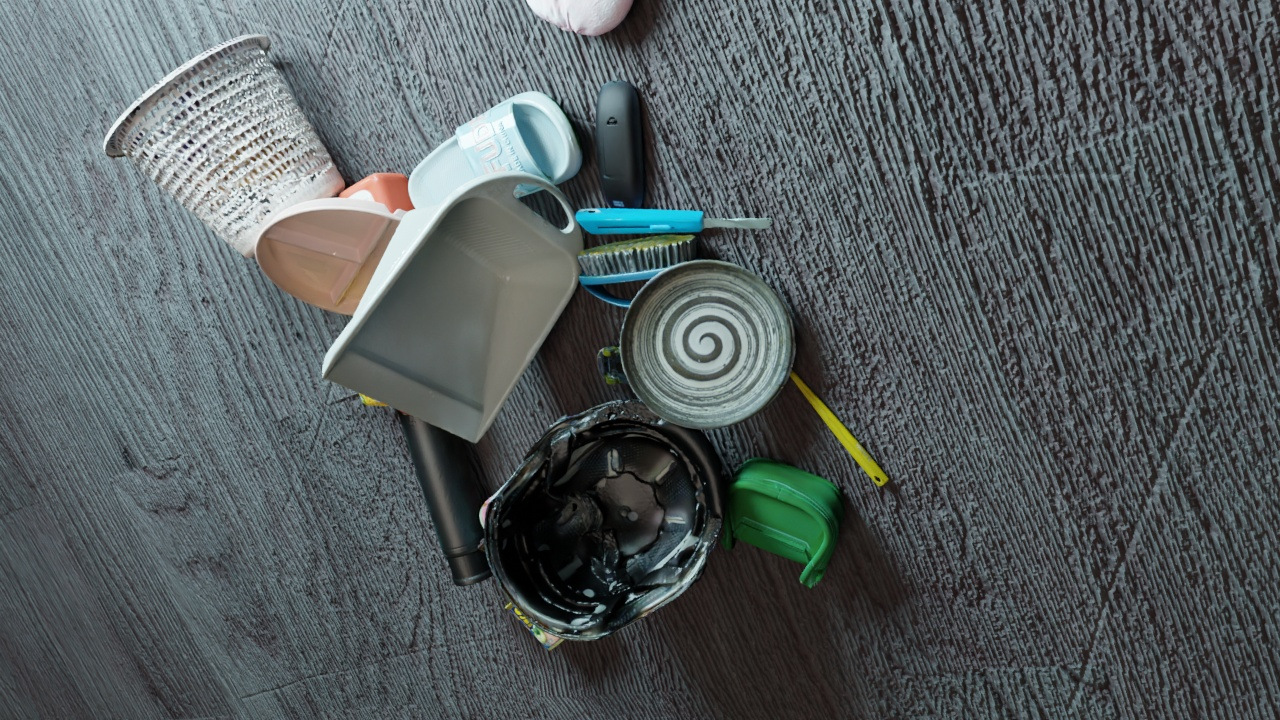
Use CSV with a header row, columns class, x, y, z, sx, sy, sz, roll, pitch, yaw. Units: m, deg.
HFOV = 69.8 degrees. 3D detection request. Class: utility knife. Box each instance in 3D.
class,x,y,z,sx,sy,sz,roll,pitch,yaw
utility knife,0.034,-0.144,0.954,0.217,0.018,0.034,4,150,25

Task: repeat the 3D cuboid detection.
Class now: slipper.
class,x,y,z,sx,sy,sz,roll,pitch,yaw
slipper,-0.173,-0.215,1.007,0.246,0.074,0.104,-17,100,33

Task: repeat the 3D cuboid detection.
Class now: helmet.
class,x,y,z,sx,sy,sz,roll,pitch,yaw
helmet,-0.031,0.177,1.030,0.274,0.157,0.230,-44,79,-3

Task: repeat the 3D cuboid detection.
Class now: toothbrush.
class,x,y,z,sx,sy,sz,roll,pitch,yaw
toothbrush,0.192,0.057,0.957,0.016,0.016,0.190,-41,88,31

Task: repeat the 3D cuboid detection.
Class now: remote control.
class,x,y,z,sx,sy,sz,roll,pitch,yaw
remote control,-0.023,-0.220,0.954,0.053,0.024,0.136,6,113,27

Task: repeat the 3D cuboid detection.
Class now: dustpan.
class,x,y,z,sx,sy,sz,roll,pitch,yaw
dustpan,-0.170,-0.065,0.971,0.143,0.222,0.257,-1,68,39

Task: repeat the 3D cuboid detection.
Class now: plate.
class,x,y,z,sx,sy,sz,roll,pitch,yaw
plate,-0.325,-0.117,1.069,0.230,0.229,0.028,-21,56,33
plate,0.069,-0.016,0.945,0.179,0.024,0.179,1,104,5

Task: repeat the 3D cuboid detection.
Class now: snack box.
class,x,y,z,sx,sy,sz,roll,pitch,yaw
snack box,-0.310,-0.175,1.094,0.091,0.081,0.080,-19,90,31

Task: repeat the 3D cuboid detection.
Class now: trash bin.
class,x,y,z,sx,sy,sz,roll,pitch,yaw
trash bin,-0.470,-0.239,1.088,0.228,0.226,0.192,-28,108,33

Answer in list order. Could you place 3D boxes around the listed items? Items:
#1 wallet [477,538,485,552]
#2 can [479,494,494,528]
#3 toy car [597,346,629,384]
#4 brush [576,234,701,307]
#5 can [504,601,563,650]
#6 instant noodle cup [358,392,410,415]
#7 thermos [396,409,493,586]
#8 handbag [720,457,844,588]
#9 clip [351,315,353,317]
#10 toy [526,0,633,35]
class,x,y,z,sx,sy,sz,roll,pitch,yaw
wallet,-0.133,0.219,1.152,0.096,0.020,0.123,26,131,-27
can,-0.140,0.170,1.154,0.148,0.057,0.058,-38,89,34
toy car,-0.006,0.006,1.030,0.090,0.035,0.042,6,111,26
brush,-0.001,-0.092,0.976,0.144,0.055,0.073,-3,107,28
can,-0.115,0.320,1.203,0.083,0.057,0.102,46,124,2
instant noodle cup,-0.297,0.005,1.146,0.124,0.115,0.116,-10,106,42
thermos,-0.250,0.168,1.202,0.068,0.090,0.242,-15,99,-4
handbag,0.151,0.176,0.996,0.131,0.067,0.120,18,118,21
clip,-0.378,-0.075,1.208,0.038,0.013,0.055,-24,98,34
toy,-0.055,-0.398,0.881,0.121,0.054,0.160,18,118,12
